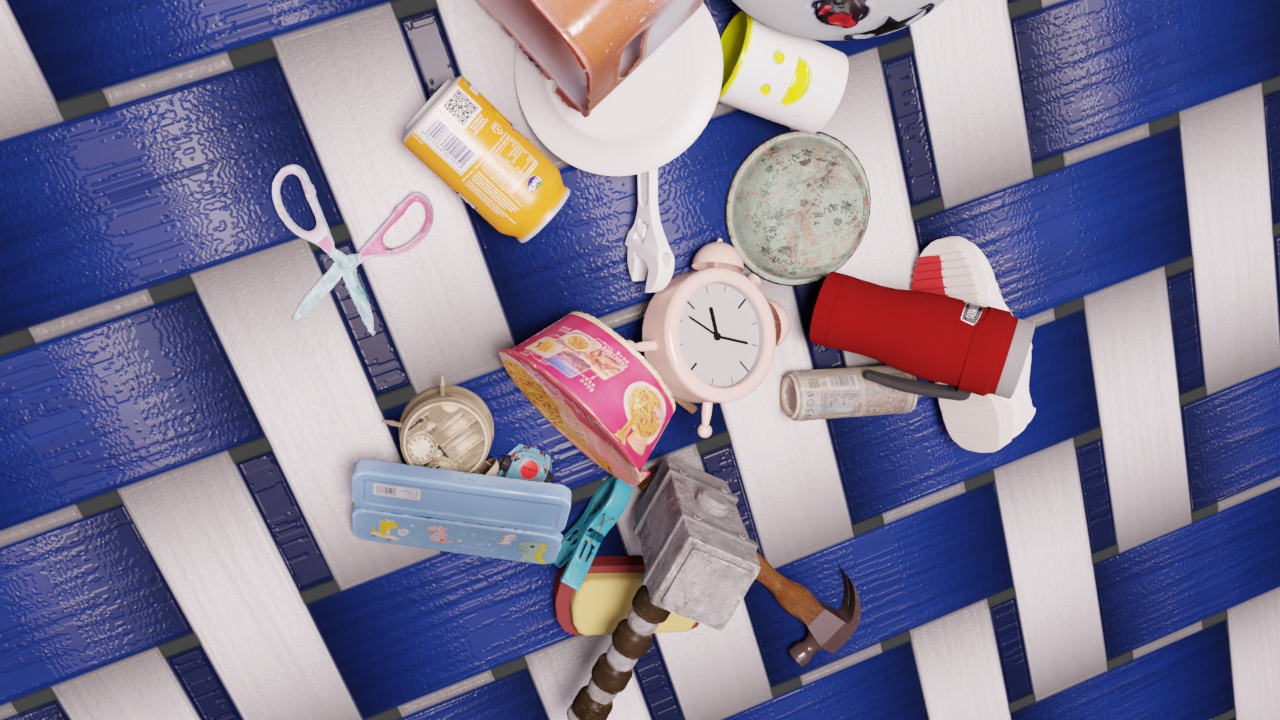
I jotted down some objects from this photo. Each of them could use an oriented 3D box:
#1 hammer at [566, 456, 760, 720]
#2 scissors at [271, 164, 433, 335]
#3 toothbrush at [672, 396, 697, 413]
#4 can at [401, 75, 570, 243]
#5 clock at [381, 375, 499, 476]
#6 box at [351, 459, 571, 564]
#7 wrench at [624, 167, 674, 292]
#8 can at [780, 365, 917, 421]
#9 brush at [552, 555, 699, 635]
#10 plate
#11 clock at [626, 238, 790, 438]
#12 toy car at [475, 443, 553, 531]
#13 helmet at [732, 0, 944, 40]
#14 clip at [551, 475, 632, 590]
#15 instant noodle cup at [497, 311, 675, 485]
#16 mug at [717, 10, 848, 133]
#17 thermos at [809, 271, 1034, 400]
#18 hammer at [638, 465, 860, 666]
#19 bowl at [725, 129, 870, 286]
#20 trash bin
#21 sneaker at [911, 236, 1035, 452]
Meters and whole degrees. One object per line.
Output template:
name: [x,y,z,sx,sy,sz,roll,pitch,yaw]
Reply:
hammer: [-0.004,0.267,0.908,0.079,0.176,0.327,25,105,-13]
scissors: [-0.277,-0.110,0.842,0.170,0.013,0.173,-45,112,6]
toothbrush: [-0.006,0.005,0.935,0.167,0.016,0.016,38,94,-19]
can: [-0.137,-0.178,0.819,0.142,0.079,0.079,42,93,-20]
clock: [-0.178,0.089,0.895,0.093,0.054,0.141,-37,105,-1]
box: [-0.176,0.154,0.893,0.209,0.020,0.126,10,132,-8]
wrench: [0.006,-0.200,0.859,0.018,0.066,0.273,-8,103,-29]
can: [0.221,0.034,0.975,0.135,0.054,0.054,-4,106,-12]
brush: [-0.006,0.258,0.993,0.173,0.042,0.082,2,105,-14]
plate: [-0.021,-0.262,0.820,0.188,0.016,0.188,1,97,6]
clock: [0.064,-0.025,0.910,0.131,0.086,0.160,47,73,-20]
toy car: [-0.129,0.141,0.939,0.060,0.027,0.108,24,99,-18]
helmet: [0.155,-0.375,0.780,0.263,0.164,0.236,-11,79,-13]
clip: [-0.054,0.173,0.961,0.027,0.104,0.120,36,88,-23]
instant noodle cup: [-0.042,0.028,0.861,0.077,0.179,0.178,-46,111,-15]
mug: [0.127,-0.266,0.853,0.106,0.082,0.082,15,102,-18]
thermos: [0.273,-0.017,0.911,0.199,0.083,0.108,17,122,20]
hammer: [0.123,0.222,1.019,0.323,0.033,0.115,41,95,-19]
bowl: [0.165,-0.149,0.918,0.157,0.038,0.157,-3,106,-12]
trash bin: [-0.071,-0.347,0.709,0.157,0.181,0.259,-41,93,-2]
sneaker: [0.370,-0.027,0.985,0.104,0.090,0.236,-24,102,-29]
